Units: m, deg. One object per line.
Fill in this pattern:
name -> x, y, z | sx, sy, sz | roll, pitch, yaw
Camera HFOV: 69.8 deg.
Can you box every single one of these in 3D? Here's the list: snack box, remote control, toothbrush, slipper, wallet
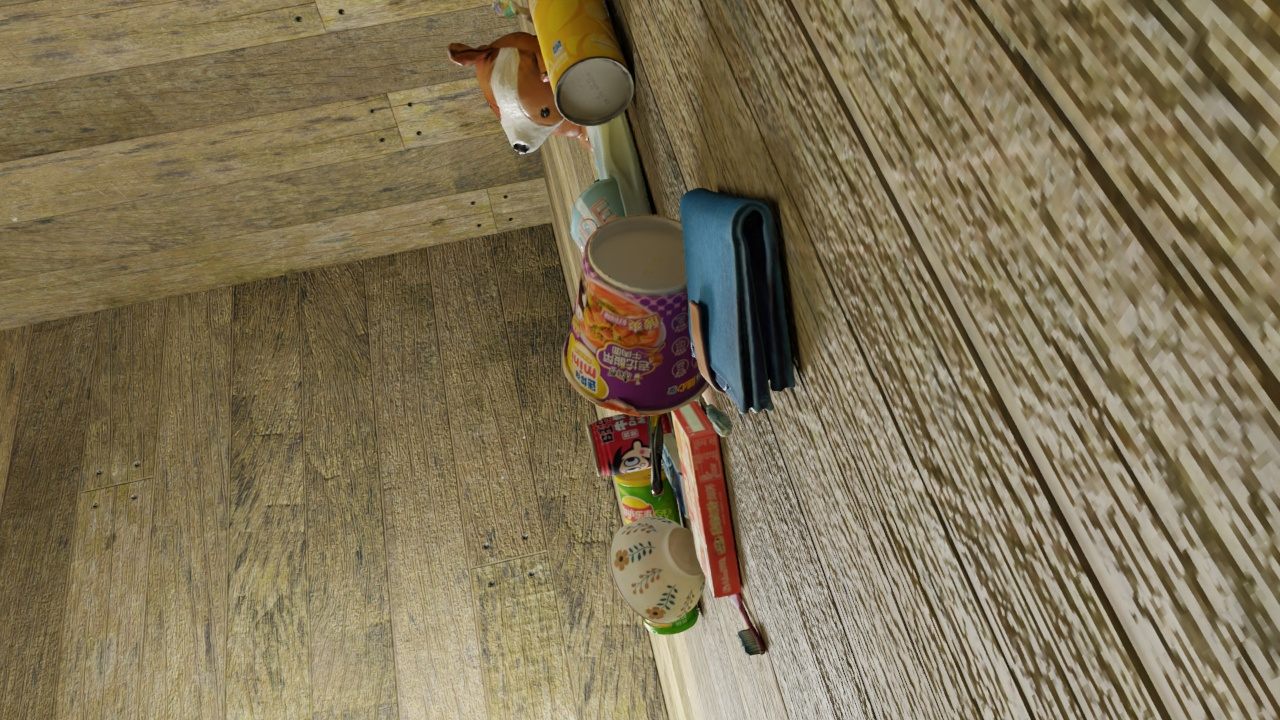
snack box -> 0.056, 0.117, 0.779 | 0.075, 0.025, 0.153 | -118, 17, -70
remote control -> 0.041, 0.114, 0.931 | 0.125, 0.024, 0.049 | -117, 15, -74
toothbrush -> 0.036, -0.007, 0.705 | 0.027, 0.026, 0.224 | 47, -168, -30
slipper -> -0.032, -0.143, 0.860 | 0.104, 0.074, 0.245 | 98, 161, -72
wallet -> 0.046, -0.037, 0.496 | 0.133, 0.040, 0.106 | -119, 22, -74
toothbrush -> 0.075, 0.201, 0.802 | 0.187, 0.017, 0.016 | -119, 19, -70
toothbrush -> -0.092, -0.335, 0.937 | 0.189, 0.029, 0.020 | -10, -61, -68

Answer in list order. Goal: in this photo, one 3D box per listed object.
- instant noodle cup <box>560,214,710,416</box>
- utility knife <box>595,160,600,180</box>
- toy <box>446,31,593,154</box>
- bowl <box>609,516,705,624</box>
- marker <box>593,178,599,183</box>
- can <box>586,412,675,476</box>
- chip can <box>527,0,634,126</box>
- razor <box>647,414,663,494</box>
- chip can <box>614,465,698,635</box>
instant noodle cup -> 0.004, -0.036, 0.616 | 0.099, 0.111, 0.111 | 97, 162, -45
utility knife -> -0.047, -0.254, 1.071 | 0.034, 0.018, 0.207 | -113, 14, -67
toy -> -0.107, -0.271, 0.948 | 0.199, 0.140, 0.130 | 29, -111, -78
bowl -> 0.029, 0.212, 0.965 | 0.062, 0.113, 0.113 | -39, 52, 35
marker -> -0.039, -0.175, 1.157 | 0.023, 0.018, 0.130 | 106, 152, -61
can -> -0.009, 0.091, 1.027 | 0.066, 0.094, 0.066 | 167, 91, -85
chip can -> -0.063, -0.305, 0.831 | 0.072, 0.072, 0.213 | 85, 171, -54
razor -> 0.017, 0.067, 0.919 | 0.042, 0.022, 0.143 | -113, 26, -76
chip can -> 0.022, 0.230, 1.130 | 0.072, 0.072, 0.221 | -120, 19, -74
